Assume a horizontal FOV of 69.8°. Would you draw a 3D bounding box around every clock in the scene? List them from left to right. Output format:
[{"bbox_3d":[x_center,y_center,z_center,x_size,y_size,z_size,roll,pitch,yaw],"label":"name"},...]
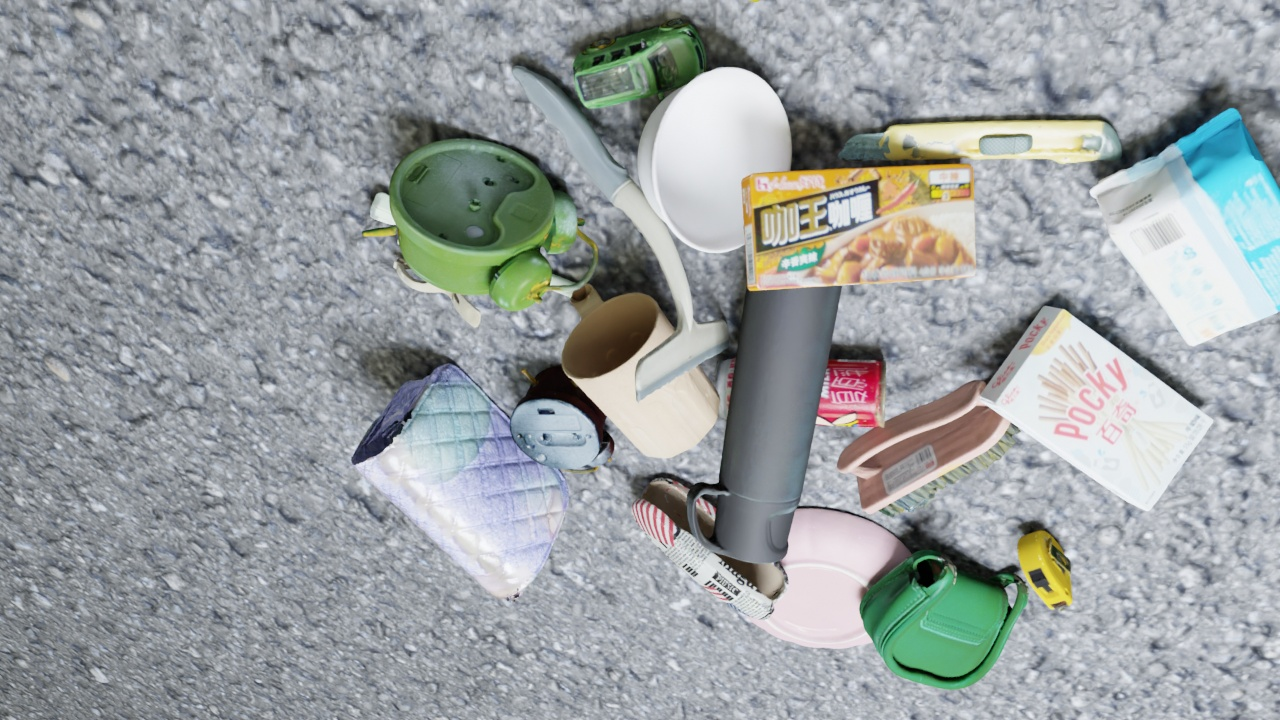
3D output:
[{"bbox_3d":[-0.108,-0.096,0.668,0.161,0.115,0.056,22,141,2],"label":"clock"},{"bbox_3d":[-0.067,0.060,0.818,0.082,0.055,0.122,-1,128,16],"label":"clock"}]

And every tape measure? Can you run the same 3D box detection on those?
[{"bbox_3d":[0.352,0.175,0.792,0.029,0.059,0.057,-32,108,35],"label":"tape measure"}]

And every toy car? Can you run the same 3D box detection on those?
[{"bbox_3d":[-0.002,-0.194,0.612,0.091,0.036,0.043,-11,123,19],"label":"toy car"}]

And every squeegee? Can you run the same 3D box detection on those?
[{"bbox_3d":[-0.013,-0.107,0.633,0.039,0.246,0.246,-31,88,19],"label":"squeegee"}]

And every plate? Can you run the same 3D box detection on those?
[{"bbox_3d":[0.172,0.223,0.892,0.192,0.038,0.193,8,129,10],"label":"plate"}]

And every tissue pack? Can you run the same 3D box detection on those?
[{"bbox_3d":[0.362,-0.081,0.581,0.090,0.063,0.140,-32,113,35],"label":"tissue pack"}]

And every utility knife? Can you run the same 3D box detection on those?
[{"bbox_3d":[0.222,-0.144,0.606,0.178,0.019,0.031,5,123,18],"label":"utility knife"}]

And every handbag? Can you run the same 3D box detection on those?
[{"bbox_3d":[-0.157,0.109,0.831,0.076,0.133,0.194,-26,116,30],"label":"handbag"},{"bbox_3d":[0.273,0.229,0.825,0.131,0.068,0.120,20,117,-23],"label":"handbag"}]

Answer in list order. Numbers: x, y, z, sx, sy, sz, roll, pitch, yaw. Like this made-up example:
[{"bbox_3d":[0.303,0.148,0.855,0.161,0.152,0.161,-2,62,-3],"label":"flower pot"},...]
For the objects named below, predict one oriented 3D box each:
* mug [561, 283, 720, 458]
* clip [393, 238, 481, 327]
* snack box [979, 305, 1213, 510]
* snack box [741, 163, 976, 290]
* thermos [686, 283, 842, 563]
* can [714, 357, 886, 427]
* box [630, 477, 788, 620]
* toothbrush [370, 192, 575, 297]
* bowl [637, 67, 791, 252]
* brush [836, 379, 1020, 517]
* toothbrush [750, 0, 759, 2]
[{"bbox_3d":[-0.004,0.004,0.713,0.084,0.124,0.103,-38,125,1],"label":"mug"},{"bbox_3d":[-0.158,-0.070,0.753,0.097,0.060,0.034,27,129,8],"label":"clip"},{"bbox_3d":[0.338,0.037,0.680,0.157,0.027,0.085,33,95,-12],"label":"snack box"},{"bbox_3d":[0.144,-0.088,0.604,0.153,0.026,0.075,-4,93,-9],"label":"snack box"},{"bbox_3d":[0.090,0.029,0.674,0.089,0.068,0.243,0,107,-28],"label":"thermos"},{"bbox_3d":[0.128,0.025,0.737,0.133,0.053,0.053,1,128,14],"label":"can"},{"bbox_3d":[0.055,0.185,0.851,0.163,0.077,0.075,38,135,6],"label":"box"},{"bbox_3d":[-0.126,-0.088,0.742,0.189,0.020,0.029,23,136,-4],"label":"toothbrush"},{"bbox_3d":[0.037,-0.136,0.618,0.065,0.118,0.118,22,145,51],"label":"bowl"},{"bbox_3d":[0.232,0.067,0.735,0.073,0.063,0.146,33,129,-25],"label":"brush"},{"bbox_3d":[-0.012,-0.265,0.570,0.190,0.015,0.017,21,126,-1],"label":"toothbrush"}]
